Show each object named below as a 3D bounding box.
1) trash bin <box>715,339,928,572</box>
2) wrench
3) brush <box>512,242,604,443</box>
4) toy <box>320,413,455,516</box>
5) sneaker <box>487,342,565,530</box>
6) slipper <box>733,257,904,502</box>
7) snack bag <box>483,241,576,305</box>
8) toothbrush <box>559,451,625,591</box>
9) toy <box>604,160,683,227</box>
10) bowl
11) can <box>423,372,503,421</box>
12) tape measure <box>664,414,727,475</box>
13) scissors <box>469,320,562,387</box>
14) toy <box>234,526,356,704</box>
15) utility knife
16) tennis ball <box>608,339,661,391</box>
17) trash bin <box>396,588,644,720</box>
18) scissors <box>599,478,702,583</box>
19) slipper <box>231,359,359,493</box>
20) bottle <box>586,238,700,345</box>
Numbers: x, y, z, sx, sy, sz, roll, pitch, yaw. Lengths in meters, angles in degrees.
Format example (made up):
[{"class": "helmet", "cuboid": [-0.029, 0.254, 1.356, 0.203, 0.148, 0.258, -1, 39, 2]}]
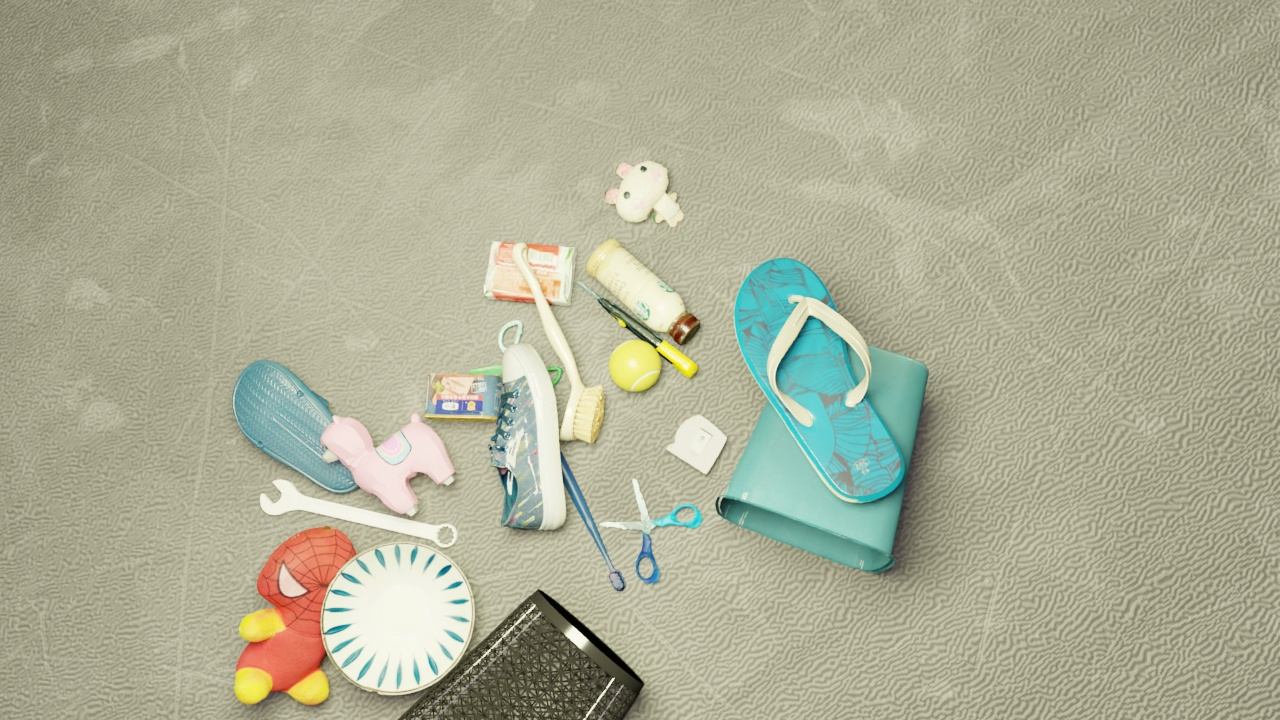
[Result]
[{"class": "trash bin", "cuboid": [0.215, 0.101, 1.044, 0.199, 0.197, 0.218, 19, 75, 10]}, {"class": "wrench", "cuboid": [-0.365, 0.200, 1.186, 0.273, 0.009, 0.047, 11, 80, 10]}, {"class": "brush", "cuboid": [-0.108, -0.023, 1.157, 0.077, 0.062, 0.272, -19, 85, -3]}, {"class": "toy", "cuboid": [-0.315, 0.118, 1.149, 0.123, 0.067, 0.157, -42, 91, -10]}, {"class": "sneaker", "cuboid": [-0.148, 0.095, 1.122, 0.079, 0.088, 0.235, -6, 84, -27]}, {"class": "slipper", "cuboid": [0.181, 0.009, 0.960, 0.118, 0.060, 0.294, -23, 65, 0]}, {"class": "snack bag", "cuboid": [-0.144, -0.115, 1.207, 0.116, 0.036, 0.077, 5, 80, 8]}, {"class": "toothbrush", "cuboid": [-0.065, 0.199, 1.141, 0.016, 0.017, 0.190, -27, 76, 0]}, {"class": "toy", "cuboid": [0.004, -0.220, 1.206, 0.112, 0.050, 0.087, 32, 84, 18]}, {"class": "bowl", "cuboid": [-0.291, 0.307, 1.113, 0.177, 0.071, 0.177, 1, 81, -9]}, {"class": "can", "cuboid": [-0.225, 0.047, 1.172, 0.100, 0.054, 0.059, 0, 82, 11]}, {"class": "tape measure", "cuboid": [0.072, 0.103, 1.141, 0.060, 0.020, 0.062, 32, 84, 13]}, {"class": "scissors", "cuboid": [-0.163, 0.007, 1.197, 0.125, 0.011, 0.131, -2, 81, 9]}, {"class": "toy", "cuboid": [-0.414, 0.305, 1.116, 0.099, 0.147, 0.216, 9, 80, 39]}, {"class": "utility knife", "cuboid": [-0.009, -0.044, 1.180, 0.203, 0.029, 0.020, 39, 80, 15]}, {"class": "tennis ball", "cuboid": [-0.007, 0.007, 1.148, 0.065, 0.065, 0.065, -2, 78, 7]}, {"class": "trash bin", "cuboid": [-0.135, 0.403, 1.020, 0.217, 0.217, 0.243, 39, 79, 13]}, {"class": "scissors", "cuboid": [0.011, 0.212, 1.130, 0.127, 0.014, 0.133, 3, 80, 8]}, {"class": "slipper", "cuboid": [-0.441, 0.091, 1.195, 0.213, 0.059, 0.104, 43, 90, -1]}, {"class": "bottle", "cuboid": [0.005, -0.085, 1.170, 0.162, 0.056, 0.056, 42, 86, 14]}]
